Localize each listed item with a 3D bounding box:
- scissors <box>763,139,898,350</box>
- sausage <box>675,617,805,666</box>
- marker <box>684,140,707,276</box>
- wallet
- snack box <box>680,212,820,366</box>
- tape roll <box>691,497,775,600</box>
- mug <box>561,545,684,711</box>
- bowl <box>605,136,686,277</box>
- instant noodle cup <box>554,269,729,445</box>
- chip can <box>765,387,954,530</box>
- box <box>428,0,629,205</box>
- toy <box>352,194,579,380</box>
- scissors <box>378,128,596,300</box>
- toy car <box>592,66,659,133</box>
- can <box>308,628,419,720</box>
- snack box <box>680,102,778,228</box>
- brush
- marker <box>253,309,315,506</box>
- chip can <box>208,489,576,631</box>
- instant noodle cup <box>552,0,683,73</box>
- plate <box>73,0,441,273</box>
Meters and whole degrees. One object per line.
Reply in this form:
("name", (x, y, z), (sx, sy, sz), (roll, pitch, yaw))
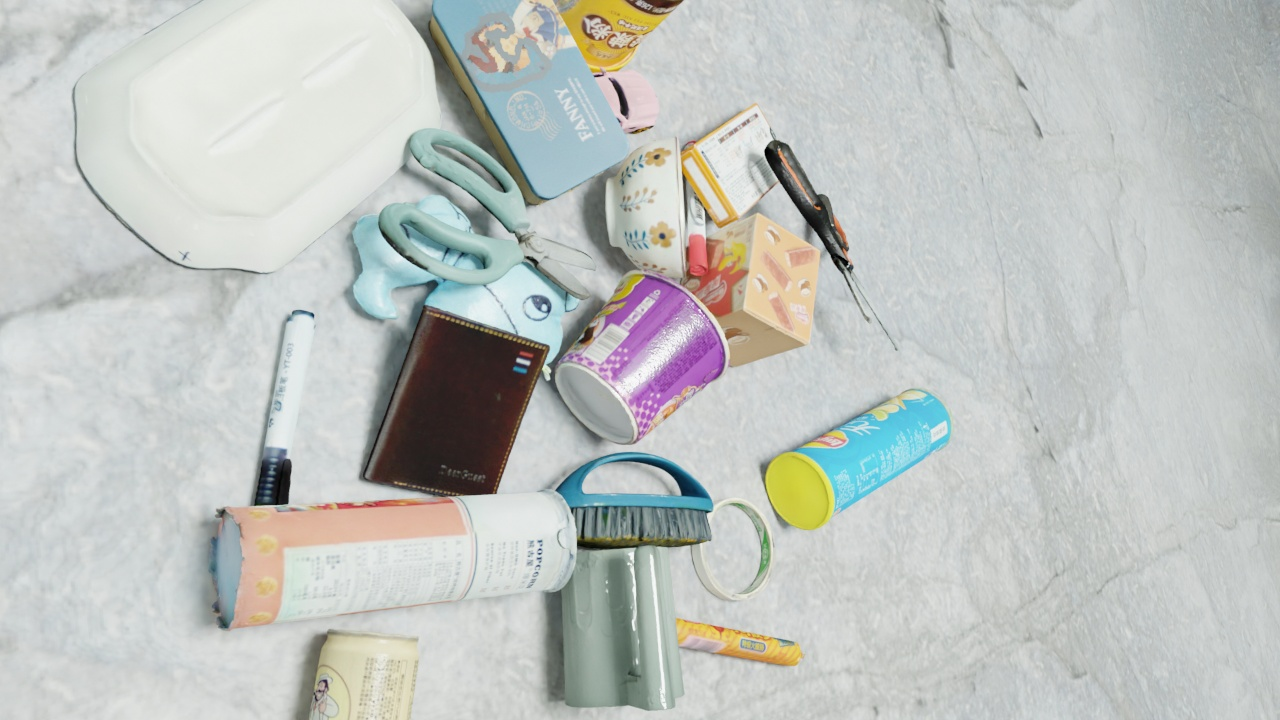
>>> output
("scissors", (0.180, -0.112, 0.850), (0.221, 0.022, 0.233), (50, 21, -24))
("sausage", (0.076, 0.231, 0.750), (0.165, 0.022, 0.021), (21, 66, -33))
("marker", (0.048, -0.138, 0.812), (0.017, 0.017, 0.145), (22, 53, -32))
("wallet", (-0.123, 0.033, 0.623), (0.096, 0.020, 0.122), (19, 92, -32))
("snack box", (0.091, -0.058, 0.793), (0.077, 0.093, 0.094), (25, 64, -31))
("tape roll", (0.080, 0.160, 0.777), (0.085, 0.014, 0.085), (11, 72, -36))
("mug", (-0.008, 0.182, 0.634), (0.083, 0.124, 0.103), (1, 74, -20))
("bowl", (0.005, -0.123, 0.751), (0.062, 0.113, 0.113), (-2, 76, 4))
("instant noodle cup", (-0.004, 0.004, 0.700), (0.099, 0.112, 0.111), (-46, 107, -27))
("chip can", (0.210, 0.087, 0.862), (0.209, 0.071, 0.071), (-20, 90, -40))
("box", (-0.083, -0.203, 0.701), (0.089, 0.062, 0.184), (-33, 97, -12))
("toy", (-0.119, -0.047, 0.657), (0.161, 0.050, 0.156), (-26, 92, -34))
("scissors", (-0.108, -0.085, 0.639), (0.176, 0.019, 0.171), (43, 39, -8))
("toy car", (-0.029, -0.219, 0.781), (0.122, 0.037, 0.056), (-21, 93, -40))
("can", (-0.166, 0.220, 0.540), (0.058, 0.059, 0.116), (18, 68, -33))
("snack box", (0.091, -0.183, 0.850), (0.075, 0.026, 0.153), (57, 39, -10))
("brush", (-0.004, 0.106, 0.699), (0.143, 0.055, 0.073), (9, 74, -35))
("marker", (-0.221, 0.031, 0.574), (0.023, 0.018, 0.130), (2, 73, 8))
("chip can", (-0.148, 0.120, 0.573), (0.214, 0.071, 0.071), (3, 76, -37))
("instant noodle cup", (-0.022, -0.314, 0.761), (0.118, 0.115, 0.118), (11, 71, -36))
("plate", (-0.235, -0.174, 0.609), (0.162, 0.034, 0.264), (50, 54, -17))
